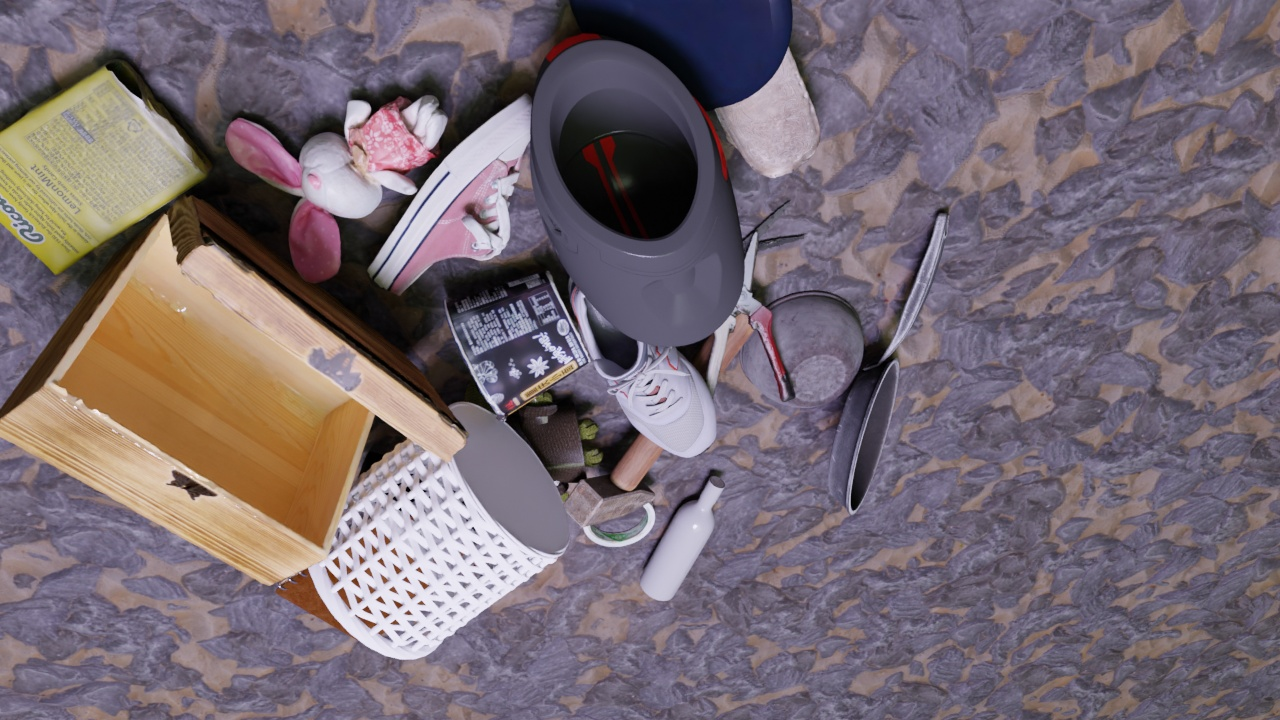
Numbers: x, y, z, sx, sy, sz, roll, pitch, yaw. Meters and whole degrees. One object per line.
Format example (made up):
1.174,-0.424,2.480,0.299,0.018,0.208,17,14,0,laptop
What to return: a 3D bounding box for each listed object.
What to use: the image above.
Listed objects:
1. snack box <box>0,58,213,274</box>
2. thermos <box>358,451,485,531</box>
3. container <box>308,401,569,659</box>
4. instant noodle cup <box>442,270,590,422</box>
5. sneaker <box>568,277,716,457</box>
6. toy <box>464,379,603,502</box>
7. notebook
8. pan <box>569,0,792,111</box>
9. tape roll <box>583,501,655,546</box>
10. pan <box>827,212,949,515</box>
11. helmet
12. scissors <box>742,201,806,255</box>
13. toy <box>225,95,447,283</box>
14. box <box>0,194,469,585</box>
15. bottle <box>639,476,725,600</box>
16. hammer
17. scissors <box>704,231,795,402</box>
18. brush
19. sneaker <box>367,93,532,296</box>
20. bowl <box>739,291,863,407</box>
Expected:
-0.483,-0.170,0.802,0.181,0.045,0.121,-29,123,8,snack box
-0.215,0.166,1.086,0.231,0.061,0.061,18,121,-22,thermos
-0.200,0.169,0.923,0.187,0.189,0.189,-37,124,13,container
-0.120,-0.022,0.927,0.112,0.137,0.137,-25,127,-2,instant noodle cup
-0.005,0.005,0.913,0.089,0.124,0.240,-32,95,11,sneaker
-0.123,0.103,1.039,0.152,0.078,0.179,-10,105,-5,toy
-0.327,0.266,1.163,0.226,0.024,0.167,-33,126,14,notebook
0.044,-0.239,0.807,0.199,0.021,0.357,13,146,25,pan
-0.028,0.200,1.172,0.094,0.018,0.094,-5,127,-6,tape roll
0.278,0.007,1.033,0.055,0.186,0.357,16,108,23,pan
-0.004,-0.137,0.808,0.164,0.170,0.264,-26,87,-4,helmet
0.088,-0.107,0.970,0.168,0.012,0.158,10,124,-18,scissors
-0.256,-0.173,0.818,0.194,0.084,0.159,-24,97,8,toy
-0.329,-0.008,0.831,0.264,0.268,0.279,-29,126,26,box
0.059,0.227,1.186,0.052,0.052,0.196,14,122,-19,bottle
0.041,0.057,1.039,0.301,0.037,0.157,-55,158,15,hammer
0.107,-0.026,0.972,0.195,0.015,0.179,42,93,-15,scissors
0.081,-0.282,0.812,0.083,0.056,0.271,-28,126,10,brush
-0.158,-0.136,0.851,0.088,0.118,0.242,41,117,-10,sneaker
0.190,0.001,1.034,0.145,0.067,0.145,-5,127,-7,bowl
